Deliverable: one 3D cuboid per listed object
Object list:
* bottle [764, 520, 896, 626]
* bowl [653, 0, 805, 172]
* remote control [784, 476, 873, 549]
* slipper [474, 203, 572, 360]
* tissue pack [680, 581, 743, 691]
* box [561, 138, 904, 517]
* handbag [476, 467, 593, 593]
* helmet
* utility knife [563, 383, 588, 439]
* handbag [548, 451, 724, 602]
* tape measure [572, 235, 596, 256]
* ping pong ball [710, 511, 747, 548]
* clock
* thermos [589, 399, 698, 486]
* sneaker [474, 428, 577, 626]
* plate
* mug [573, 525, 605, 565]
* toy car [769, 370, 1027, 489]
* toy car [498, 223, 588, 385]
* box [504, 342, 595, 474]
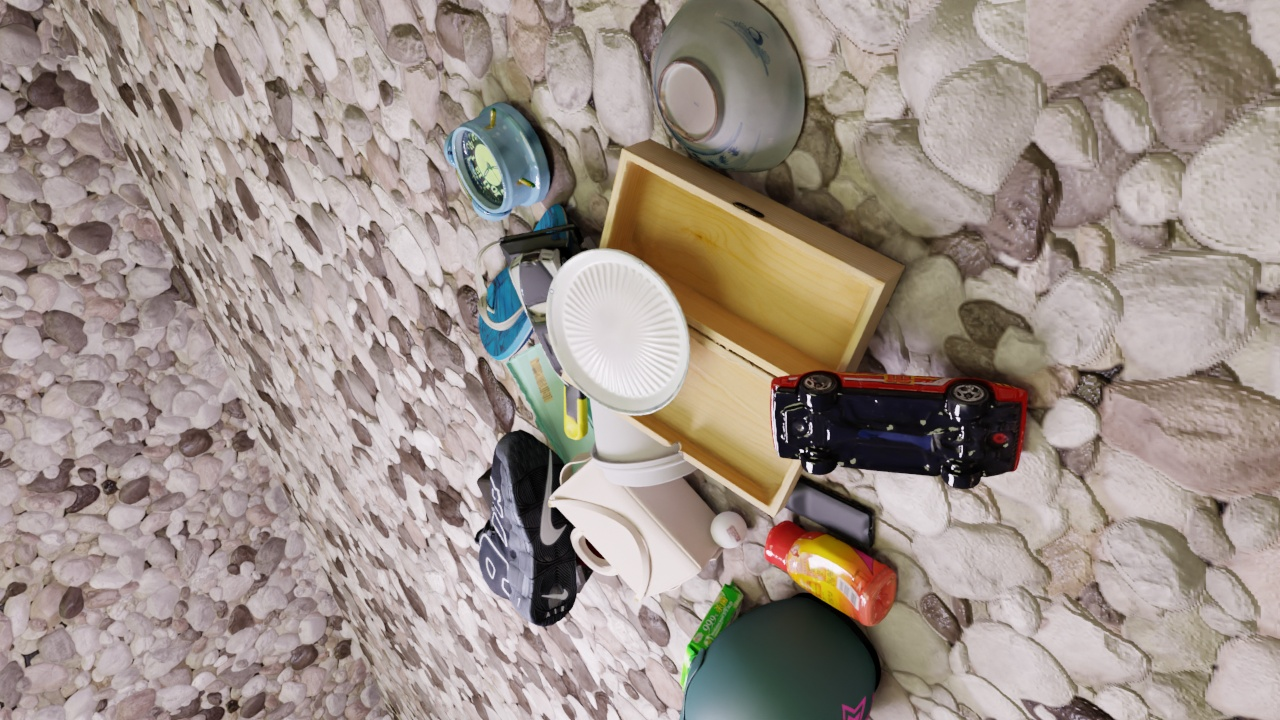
[{"bbox_3d":[0.184,0.206,0.910,0.134,0.048,0.071,25,134,41],"label":"bottle"},{"bbox_3d":[0.056,-0.214,0.736,0.151,0.056,0.151,33,139,33],"label":"bowl"},{"bbox_3d":[0.167,0.142,0.908,0.141,0.021,0.045,22,134,41],"label":"remote control"},{"bbox_3d":[-0.156,-0.083,1.087,0.296,0.060,0.118,-43,55,54],"label":"slipper"},{"bbox_3d":[0.085,0.331,1.089,0.034,0.113,0.100,25,136,19],"label":"tissue pack"},{"bbox_3d":[0.062,-0.026,0.798,0.247,0.068,0.254,32,120,21],"label":"box"},{"bbox_3d":[-0.139,0.246,1.320,0.198,0.102,0.199,-8,109,55],"label":"handbag"},{"bbox_3d":[0.130,0.384,0.985,0.176,0.199,0.275,42,144,24],"label":"helmet"},{"bbox_3d":[-0.078,0.014,1.084,0.029,0.020,0.173,12,115,26],"label":"utility knife"},{"bbox_3d":[-0.023,0.196,1.093,0.194,0.101,0.198,48,134,1],"label":"handbag"},{"bbox_3d":[-0.063,-0.101,1.017,0.062,0.020,0.060,-19,100,57],"label":"tape measure"},{"bbox_3d":[0.098,0.188,1.017,0.040,0.040,0.040,33,139,34],"label":"ping pong ball"},{"bbox_3d":[-0.163,-0.217,1.023,0.118,0.059,0.162,61,151,-7],"label":"clock"},{"bbox_3d":[-0.005,0.006,0.944,0.132,0.131,0.222,6,113,51],"label":"thermos"},{"bbox_3d":[-0.166,0.208,1.189,0.151,0.097,0.252,1,102,43],"label":"sneaker"},{"bbox_3d":[-0.020,-0.025,0.821,0.157,0.014,0.157,15,118,30],"label":"plate"},{"bbox_3d":[-0.065,0.214,1.204,0.114,0.087,0.088,-10,96,11],"label":"mug"},{"bbox_3d":[0.194,0.048,0.708,0.189,0.056,0.082,2,123,16],"label":"toy car"},{"bbox_3d":[-0.082,-0.044,0.981,0.094,0.071,0.192,-9,127,16],"label":"toy car"},{"bbox_3d":[-0.076,0.055,1.135,0.139,0.052,0.187,-25,95,43],"label":"box"}]
